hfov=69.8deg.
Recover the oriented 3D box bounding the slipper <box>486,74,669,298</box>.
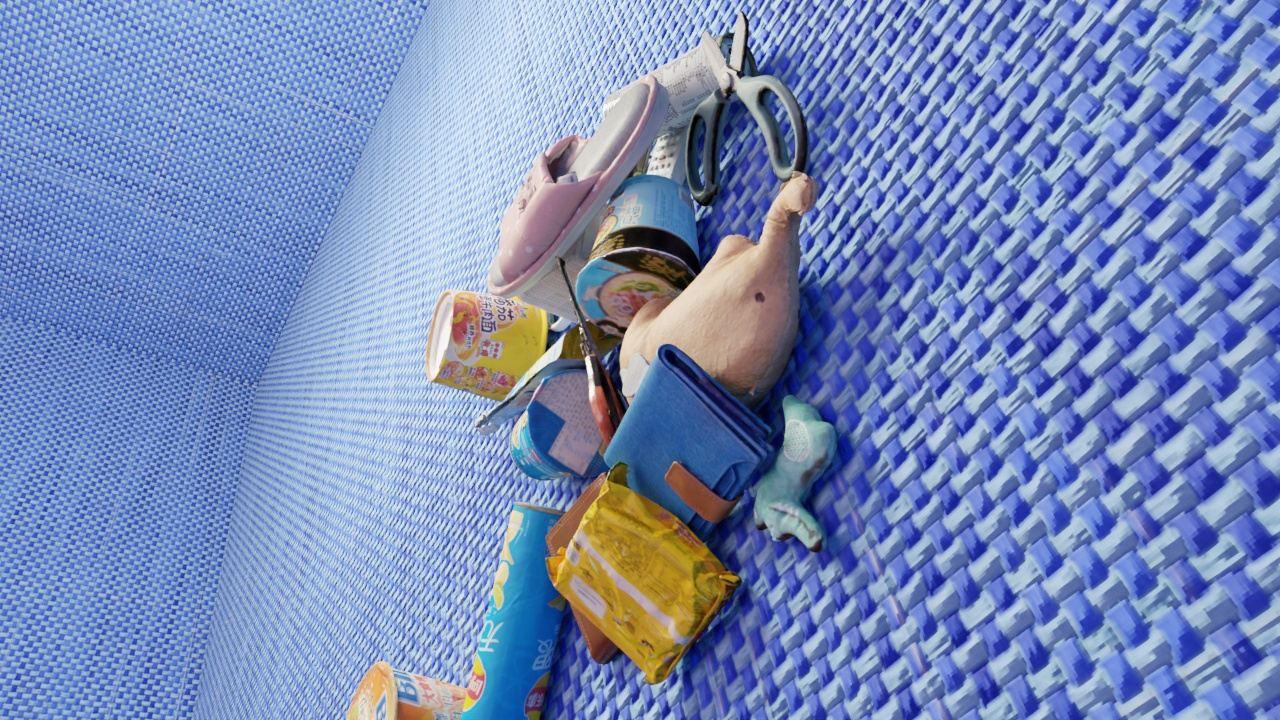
[{"bbox_3d":[-0.074,-0.158,0.848,0.275,0.054,0.114,-42,32,34],"label":"slipper"}]

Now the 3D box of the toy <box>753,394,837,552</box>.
[{"bbox_3d":[0.101,0.078,0.588,0.092,0.030,0.096,-68,25,14],"label":"toy"}]

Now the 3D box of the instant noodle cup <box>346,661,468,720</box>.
[{"bbox_3d":[-0.215,0.377,0.886,0.152,0.111,0.151,-40,40,45],"label":"instant noodle cup"}]

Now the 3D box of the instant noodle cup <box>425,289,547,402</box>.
[{"bbox_3d":[-0.182,-0.019,1.062,0.138,0.109,0.137,-36,48,55],"label":"instant noodle cup"}]

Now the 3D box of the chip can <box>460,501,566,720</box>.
[{"bbox_3d":[-0.105,0.236,0.819,0.071,0.071,0.210,-10,64,60],"label":"chip can"}]

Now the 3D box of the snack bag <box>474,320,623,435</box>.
[{"bbox_3d":[-0.091,0.017,0.904,0.110,0.039,0.192,-40,1,-42],"label":"snack bag"}]

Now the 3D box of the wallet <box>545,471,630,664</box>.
[{"bbox_3d":[-0.028,0.167,0.745,0.101,0.032,0.124,-51,49,31],"label":"wallet"}]

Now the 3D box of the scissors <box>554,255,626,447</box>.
[{"bbox_3d":[-0.041,0.000,0.779,0.015,0.207,0.192,-24,15,8],"label":"scissors"}]

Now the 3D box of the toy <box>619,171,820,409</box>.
[{"bbox_3d":[0.067,-0.031,0.665,0.227,0.082,0.143,-43,51,38],"label":"toy"}]

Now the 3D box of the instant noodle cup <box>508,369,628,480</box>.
[{"bbox_3d":[-0.074,0.068,0.855,0.110,0.099,0.099,146,136,-61],"label":"instant noodle cup"}]

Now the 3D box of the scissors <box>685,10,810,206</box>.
[{"bbox_3d":[0.077,-0.188,0.769,0.170,0.019,0.180,63,150,23],"label":"scissors"}]

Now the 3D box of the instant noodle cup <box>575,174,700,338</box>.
[{"bbox_3d":[0.004,-0.096,0.802,0.111,0.111,0.120,-43,30,42],"label":"instant noodle cup"}]

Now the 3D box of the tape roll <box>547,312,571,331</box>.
[{"bbox_3d":[-0.086,-0.075,1.043,0.086,0.014,0.085,-40,41,45],"label":"tape roll"}]

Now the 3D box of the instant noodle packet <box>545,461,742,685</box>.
[{"bbox_3d":[-0.001,0.152,0.657,0.128,0.044,0.111,41,112,25],"label":"instant noodle packet"}]

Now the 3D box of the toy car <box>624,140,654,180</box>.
[{"bbox_3d":[-0.010,-0.209,0.959,0.035,0.042,0.090,41,-120,-71],"label":"toy car"}]

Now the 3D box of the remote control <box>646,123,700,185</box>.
[{"bbox_3d":[0.035,-0.219,0.905,0.058,0.021,0.150,12,84,62],"label":"remote control"}]

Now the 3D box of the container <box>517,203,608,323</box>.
[{"bbox_3d":[-0.059,-0.104,0.934,0.111,0.090,0.089,-23,53,51],"label":"container"}]

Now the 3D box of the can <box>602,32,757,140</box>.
[{"bbox_3d":[0.034,-0.247,0.851,0.147,0.058,0.058,-16,58,41],"label":"can"}]

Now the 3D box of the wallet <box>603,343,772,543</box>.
[{"bbox_3d":[0.029,0.065,0.648,0.106,0.040,0.133,45,140,16],"label":"wallet"}]
